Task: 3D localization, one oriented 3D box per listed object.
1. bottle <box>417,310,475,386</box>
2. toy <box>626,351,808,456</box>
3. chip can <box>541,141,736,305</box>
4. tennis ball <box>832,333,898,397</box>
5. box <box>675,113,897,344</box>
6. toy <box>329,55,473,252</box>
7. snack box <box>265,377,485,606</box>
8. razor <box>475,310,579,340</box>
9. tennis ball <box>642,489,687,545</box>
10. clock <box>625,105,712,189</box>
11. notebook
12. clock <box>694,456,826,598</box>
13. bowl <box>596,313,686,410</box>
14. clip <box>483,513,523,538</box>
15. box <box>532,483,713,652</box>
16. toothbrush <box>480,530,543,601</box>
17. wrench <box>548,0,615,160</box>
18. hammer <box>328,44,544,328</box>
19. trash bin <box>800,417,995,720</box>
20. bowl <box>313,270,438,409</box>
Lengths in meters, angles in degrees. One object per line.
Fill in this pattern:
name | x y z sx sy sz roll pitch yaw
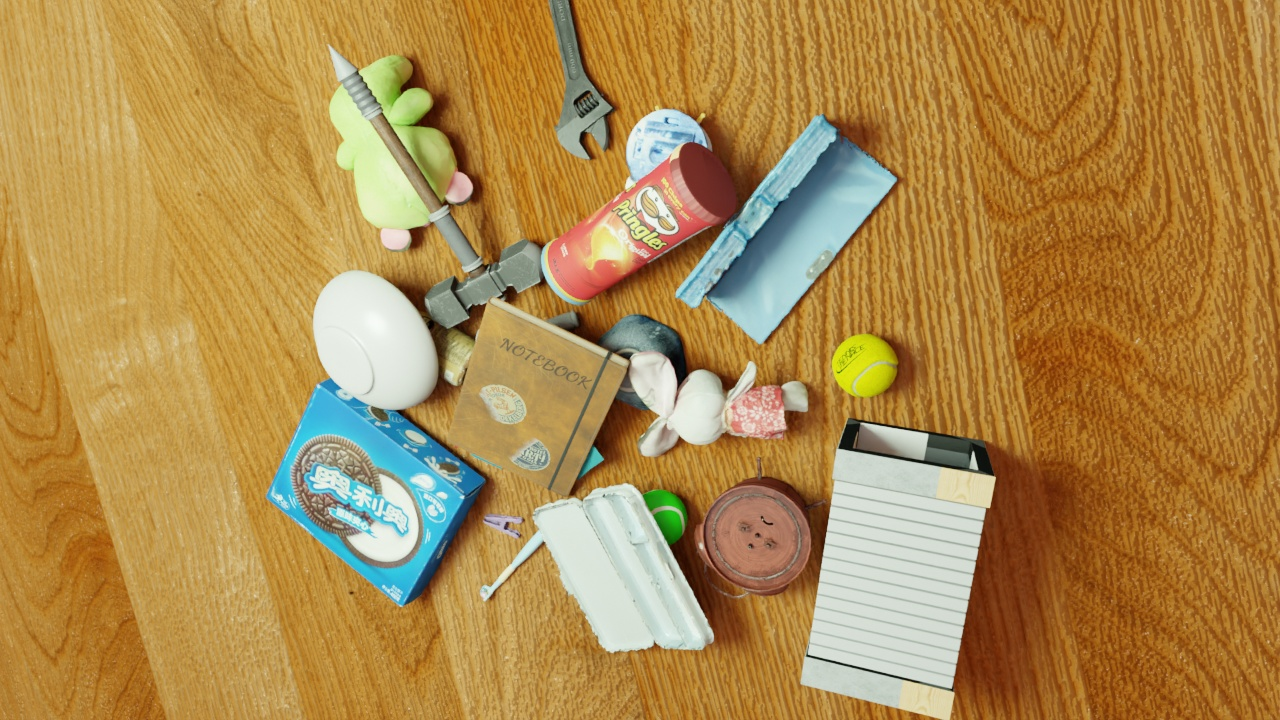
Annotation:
bottle | -0.270 -0.034 1.100 0.166 0.059 0.060 31 106 5
toy | 0.084 0.050 0.995 0.194 0.084 0.159 -5 131 8
chip can | -0.006 -0.138 0.961 0.214 0.086 0.087 -28 90 39
tennis ball | 0.234 0.006 0.956 0.065 0.065 0.065 3 100 16
box | 0.152 -0.128 0.949 0.111 0.094 0.232 40 107 3
toy | -0.289 -0.244 1.059 0.150 0.107 0.196 -30 82 16
snack box | -0.335 0.162 1.152 0.239 0.056 0.196 36 113 9
razor | -0.128 -0.031 1.065 0.116 0.088 0.047 -18 93 -1
tennis ball | 0.021 0.181 1.050 0.065 0.065 0.065 3 100 16
clock | 0.030 -0.208 0.990 0.089 0.051 0.125 14 103 14
notebook | -0.117 0.058 1.036 0.178 0.014 0.250 25 132 0
clock | 0.125 0.198 1.017 0.120 0.072 0.158 33 106 10
bowl | -0.006 0.006 1.035 0.110 0.055 0.110 3 101 17
clip | -0.167 0.199 1.139 0.051 0.014 0.043 39 108 5
box | -0.022 0.245 1.057 0.192 0.045 0.209 -23 97 44
toothbrush | -0.150 0.245 1.139 0.016 0.022 0.155 30 112 -34
wrench | -0.082 -0.359 1.019 0.073 0.018 0.273 -11 94 18
hammer | -0.241 -0.193 1.002 0.156 0.043 0.322 -26 116 10
trash bin | 0.260 0.204 0.940 0.142 0.142 0.247 9 101 15
bowl | -0.322 -0.012 1.065 0.177 0.066 0.177 18 127 26
